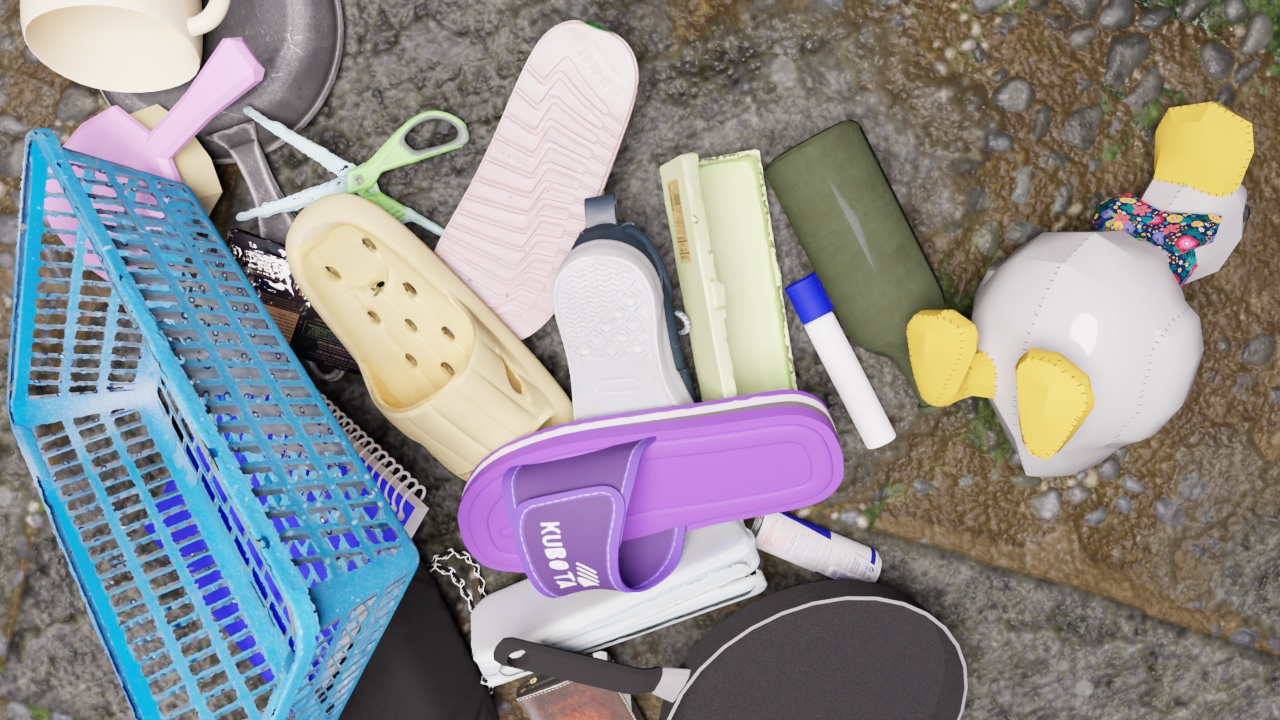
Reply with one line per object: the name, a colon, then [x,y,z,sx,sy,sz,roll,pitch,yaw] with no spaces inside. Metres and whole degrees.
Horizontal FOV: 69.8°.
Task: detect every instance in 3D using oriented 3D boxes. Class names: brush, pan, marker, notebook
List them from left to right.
brush: [-0.312,-0.137,0.606,0.229,0.043,0.089,-29,100,29]
pan: [-0.280,-0.155,0.653,0.187,0.055,0.357,-17,91,3]
notebook: [-0.251,0.106,0.636,0.209,0.022,0.172,34,97,29]
pan: [0.065,0.229,0.629,0.356,0.034,0.226,21,109,-21]
marker: [0.147,0.000,0.669,0.027,0.023,0.133,-30,95,-18]

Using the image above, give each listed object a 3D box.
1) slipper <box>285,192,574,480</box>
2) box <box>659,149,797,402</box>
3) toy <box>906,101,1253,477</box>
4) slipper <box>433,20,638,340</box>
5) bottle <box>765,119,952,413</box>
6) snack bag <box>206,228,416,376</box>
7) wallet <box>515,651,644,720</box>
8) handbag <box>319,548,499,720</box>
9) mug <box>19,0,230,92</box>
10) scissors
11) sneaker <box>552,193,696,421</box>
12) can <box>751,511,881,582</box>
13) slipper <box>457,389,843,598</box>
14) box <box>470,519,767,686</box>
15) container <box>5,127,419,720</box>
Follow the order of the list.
slipper: [-0.145,0.007,0.621,0.111,0.079,0.261,-31,108,22]
box: [0.070,-0.052,0.645,0.083,0.091,0.188,-13,99,-15]
toy: [0.305,-0.027,0.606,0.266,0.141,0.247,-25,127,-29]
slipper: [-0.071,-0.117,0.641,0.094,0.064,0.240,25,109,-5]
bottle: [0.163,-0.060,0.639,0.071,0.071,0.207,-28,95,3]
snack bag: [-0.222,-0.033,0.651,0.155,0.018,0.074,19,94,-20]
wallet: [-0.034,0.275,0.681,0.072,0.019,0.123,-22,114,7]
handbag: [-0.180,0.220,0.679,0.125,0.114,0.154,-22,99,26]
mug: [-0.317,-0.239,0.575,0.120,0.096,0.099,-8,76,-1]
scissors: [-0.195,-0.121,0.646,0.171,0.025,0.160,-24,111,-11]
sneaker: [-0.004,0.004,0.638,0.089,0.087,0.236,-7,124,10]
can: [0.129,0.139,0.679,0.095,0.032,0.032,23,96,-1]
slipper: [0.000,0.099,0.591,0.267,0.083,0.107,-14,123,11]
box: [-0.020,0.157,0.643,0.215,0.123,0.083,-17,71,-9]
container: [-0.269,0.068,0.547,0.362,0.089,0.258,50,128,24]
